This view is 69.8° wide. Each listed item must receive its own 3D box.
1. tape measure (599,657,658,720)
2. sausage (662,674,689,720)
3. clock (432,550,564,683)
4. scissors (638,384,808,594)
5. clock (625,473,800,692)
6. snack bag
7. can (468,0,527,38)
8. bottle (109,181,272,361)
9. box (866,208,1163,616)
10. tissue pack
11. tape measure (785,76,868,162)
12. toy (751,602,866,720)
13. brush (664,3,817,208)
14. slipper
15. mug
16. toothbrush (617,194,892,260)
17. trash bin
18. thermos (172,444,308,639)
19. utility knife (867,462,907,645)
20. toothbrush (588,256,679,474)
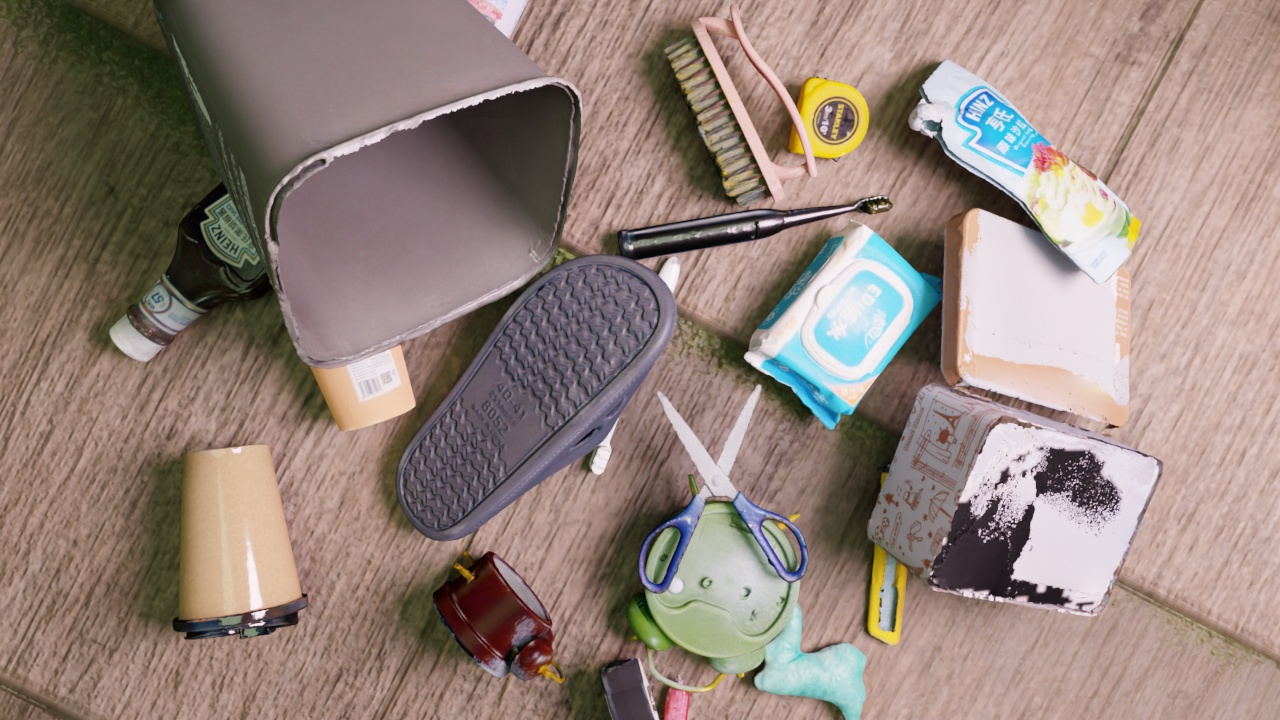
[{"bbox_3d":[-0.007,0.262,0.701,0.033,0.066,0.065,-16,75,-2],"label":"tape measure"},{"bbox_3d":[0.022,0.326,0.729,0.020,0.020,0.156,6,92,-2],"label":"sausage"},{"bbox_3d":[-0.101,0.198,0.688,0.055,0.082,0.122,-42,91,-6],"label":"clock"},{"bbox_3d":[0.055,0.101,0.666,0.162,0.012,0.176,-44,92,1],"label":"scissors"},{"bbox_3d":[0.054,0.178,0.704,0.116,0.056,0.161,20,92,-2],"label":"clock"},{"bbox_3d":[0.281,-0.144,0.674,0.191,0.039,0.110,43,58,2],"label":"snack bag"},{"bbox_3d":[-0.104,-0.284,0.678,0.053,0.053,0.134,27,92,-3],"label":"can"},{"bbox_3d":[-0.313,-0.076,0.687,0.195,0.044,0.080,-42,87,2],"label":"bottle"},{"bbox_3d":[0.280,0.038,0.663,0.177,0.107,0.272,14,87,-24],"label":"box"},{"bbox_3d":[0.154,-0.029,0.693,0.090,0.063,0.140,39,91,-4],"label":"tissue pack"},{"bbox_3d":[0.144,-0.184,0.702,0.057,0.029,0.060,8,110,-6],"label":"tape measure"},{"bbox_3d":[0.134,0.240,0.724,0.092,0.030,0.096,6,87,-4],"label":"toy"},{"bbox_3d":[0.074,-0.188,0.682,0.073,0.063,0.145,-25,88,12],"label":"brush"},{"bbox_3d":[-0.075,0.029,0.687,0.268,0.083,0.110,-45,69,16],"label":"slipper"},{"bbox_3d":[-0.214,-0.014,0.680,0.078,0.078,0.123,-18,98,-1],"label":"mug"},{"bbox_3d":[0.089,-0.104,0.706,0.212,0.027,0.026,-9,114,-1],"label":"toothbrush"},{"bbox_3d":[-0.182,-0.150,0.582,0.198,0.199,0.219,-29,69,-26],"label":"trash bin"},{"bbox_3d":[-0.300,0.137,0.680,0.093,0.093,0.143,-8,84,-2],"label":"thermos"},{"bbox_3d":[0.202,0.150,0.727,0.033,0.015,0.154,5,93,1],"label":"utility knife"},{"bbox_3d":[-0.004,0.004,0.713,0.016,0.016,0.180,20,92,-8],"label":"toothbrush"}]
